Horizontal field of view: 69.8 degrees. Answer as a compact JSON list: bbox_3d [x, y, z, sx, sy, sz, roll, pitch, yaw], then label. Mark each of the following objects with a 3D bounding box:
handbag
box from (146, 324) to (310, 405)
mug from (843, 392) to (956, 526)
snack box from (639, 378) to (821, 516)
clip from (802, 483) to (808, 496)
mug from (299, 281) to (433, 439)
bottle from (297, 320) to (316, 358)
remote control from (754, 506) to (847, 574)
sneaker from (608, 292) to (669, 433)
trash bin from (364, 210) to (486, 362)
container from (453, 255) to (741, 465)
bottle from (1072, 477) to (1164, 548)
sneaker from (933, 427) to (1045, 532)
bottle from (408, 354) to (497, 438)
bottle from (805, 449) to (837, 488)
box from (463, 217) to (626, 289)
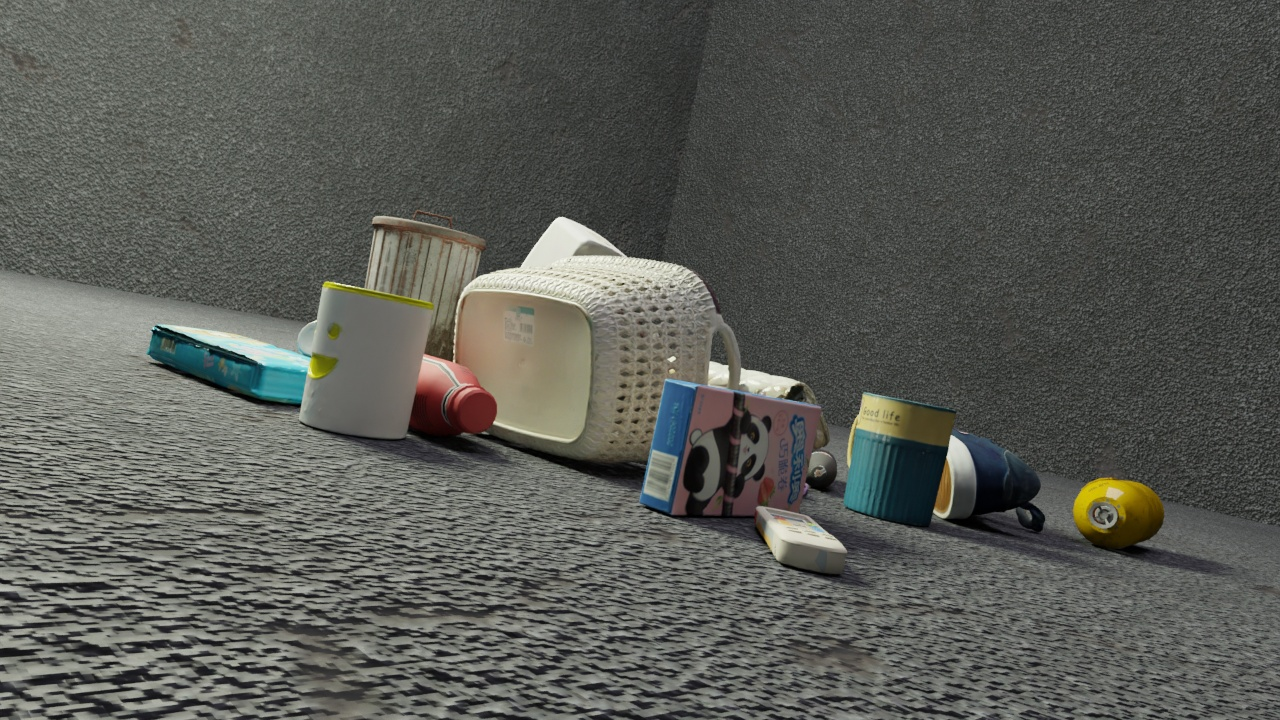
[{"bbox_3d":[0.113,0.062,1.066,0.195,0.072,0.139,11,-36,40],"label":"handbag"},{"bbox_3d":[-0.357,0.003,0.835,0.227,0.039,0.094,12,0,40],"label":"box"},{"bbox_3d":[0.228,0.087,0.842,0.083,0.107,0.114,9,1,-18],"label":"mug"},{"bbox_3d":[0.069,0.065,0.653,0.033,0.088,0.154,13,1,43],"label":"snack box"},{"bbox_3d":[0.138,0.117,0.857,0.033,0.013,0.051,12,-2,-7],"label":"clip"},{"bbox_3d":[-0.207,0.000,0.695,0.082,0.106,0.082,11,0,0],"label":"mug"},{"bbox_3d":[-0.303,0.002,0.921,0.041,0.041,0.116,11,-22,9],"label":"bottle"},{"bbox_3d":[0.095,0.107,0.561,0.038,0.018,0.125,12,-1,0],"label":"remote control"},{"bbox_3d":[-0.006,0.006,1.018,0.099,0.089,0.236,27,-21,29],"label":"sneaker"},{"bbox_3d":[-0.260,-0.066,1.064,0.131,0.211,0.131,11,1,0],"label":"trash bin"},{"bbox_3d":[-0.053,-0.002,0.808,0.252,0.185,0.143,11,8,43],"label":"container"},{"bbox_3d":[0.495,0.159,0.956,0.071,0.071,0.163,12,0,37],"label":"bottle"},{"bbox_3d":[0.350,0.114,1.002,0.127,0.121,0.294,-1,4,-1],"label":"sneaker"},{"bbox_3d":[-0.175,0.028,0.766,0.062,0.062,0.177,11,0,-37],"label":"bottle"},{"bbox_3d":[0.187,0.113,0.958,0.036,0.036,0.110,11,0,12],"label":"bottle"},{"bbox_3d":[-0.102,-0.077,0.999,0.189,0.101,0.111,-34,-27,20],"label":"box"}]
